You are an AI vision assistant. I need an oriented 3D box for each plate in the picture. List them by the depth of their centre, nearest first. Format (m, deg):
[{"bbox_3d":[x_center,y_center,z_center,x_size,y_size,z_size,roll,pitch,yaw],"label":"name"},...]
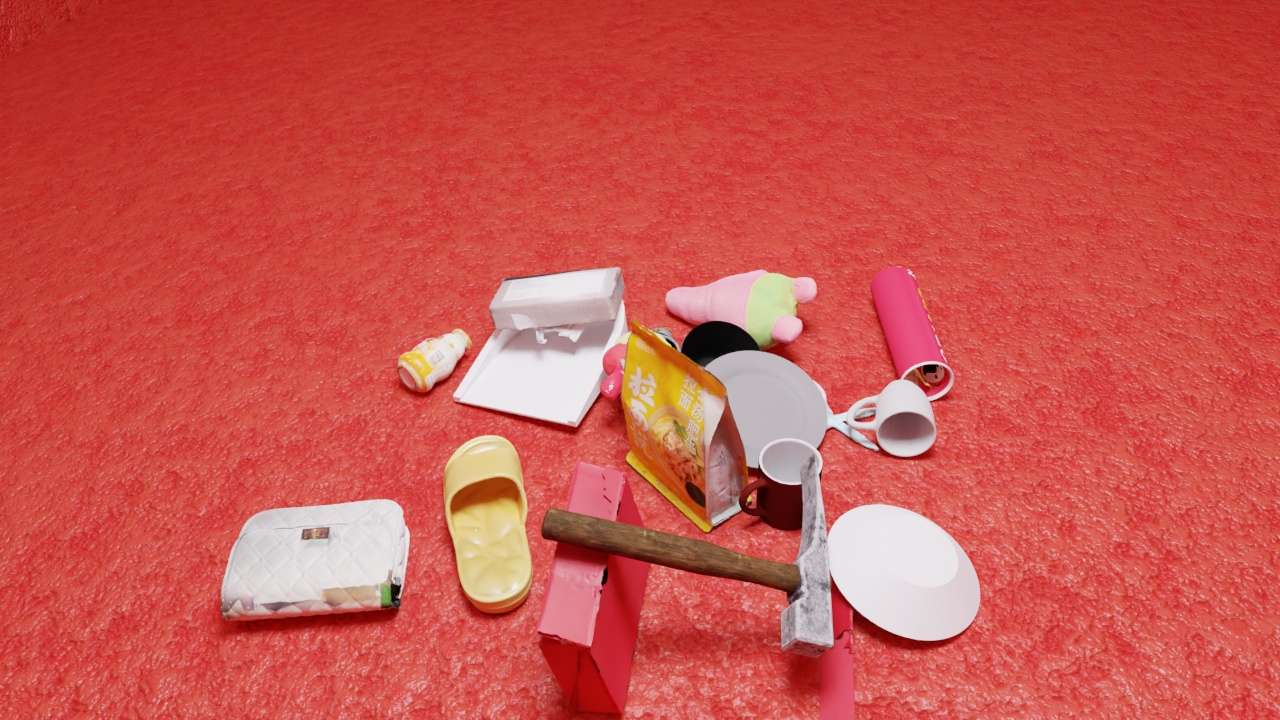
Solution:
[{"bbox_3d":[0.292,0.216,0.997,0.174,0.036,0.173,8,43,-7],"label":"plate"},{"bbox_3d":[0.152,0.064,1.187,0.178,0.012,0.178,4,55,-5],"label":"plate"}]

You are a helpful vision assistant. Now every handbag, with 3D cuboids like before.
[{"bbox_3d":[-0.365,0.225,1.043,0.195,0.073,0.138,-6,42,-1],"label":"handbag"}]

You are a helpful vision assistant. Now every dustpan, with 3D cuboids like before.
[{"bbox_3d":[-0.124,-0.027,1.310,0.192,0.053,0.256,10,42,22],"label":"dustpan"}]

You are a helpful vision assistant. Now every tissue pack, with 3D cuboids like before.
[{"bbox_3d":[-0.117,-0.078,1.305,0.181,0.071,0.103,-3,34,10],"label":"tissue pack"}]

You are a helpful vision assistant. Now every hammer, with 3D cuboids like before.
[{"bbox_3d":[0.052,0.162,0.928,0.300,0.037,0.217,15,50,-12],"label":"hammer"}]

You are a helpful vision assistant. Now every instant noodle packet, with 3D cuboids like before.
[{"bbox_3d":[0.047,0.070,1.075,0.084,0.222,0.163,-31,47,-23],"label":"instant noodle packet"}]

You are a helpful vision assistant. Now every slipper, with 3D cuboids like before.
[{"bbox_3d":[-0.184,0.173,1.085,0.099,0.078,0.263,-13,42,-7],"label":"slipper"}]

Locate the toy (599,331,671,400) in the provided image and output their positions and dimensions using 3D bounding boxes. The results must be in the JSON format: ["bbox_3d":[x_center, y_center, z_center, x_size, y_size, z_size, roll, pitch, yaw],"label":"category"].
[{"bbox_3d":[-0.007,0.007,1.206,0.092,0.045,0.134,4,44,18],"label":"toy"}]

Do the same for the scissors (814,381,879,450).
[{"bbox_3d":[0.236,0.071,1.215,0.170,0.013,0.175,-14,43,-11],"label":"scissors"}]

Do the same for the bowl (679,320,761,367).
[{"bbox_3d":[0.103,0.013,1.246,0.124,0.053,0.124,6,69,-16],"label":"bowl"}]

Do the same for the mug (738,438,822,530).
[{"bbox_3d":[0.161,0.152,1.076,0.105,0.083,0.073,-23,45,-20],"label":"mug"}]

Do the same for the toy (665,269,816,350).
[{"bbox_3d":[0.140,-0.074,1.335,0.237,0.097,0.191,7,49,33],"label":"toy"}]

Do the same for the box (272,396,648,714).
[{"bbox_3d":[-0.150,0.195,0.929,0.374,0.148,0.212,21,43,-9],"label":"box"}]

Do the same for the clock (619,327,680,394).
[{"bbox_3d":[0.018,0.002,1.278,0.104,0.056,0.147,2,46,20],"label":"clock"}]

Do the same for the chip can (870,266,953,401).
[{"bbox_3d":[0.377,-0.043,1.290,0.069,0.069,0.220,-2,41,2],"label":"chip can"}]

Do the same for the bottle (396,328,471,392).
[{"bbox_3d":[-0.290,-0.003,1.303,0.063,0.063,0.108,26,49,30],"label":"bottle"}]

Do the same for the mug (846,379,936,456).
[{"bbox_3d":[0.318,0.067,1.173,0.107,0.071,0.089,0,33,11],"label":"mug"}]
